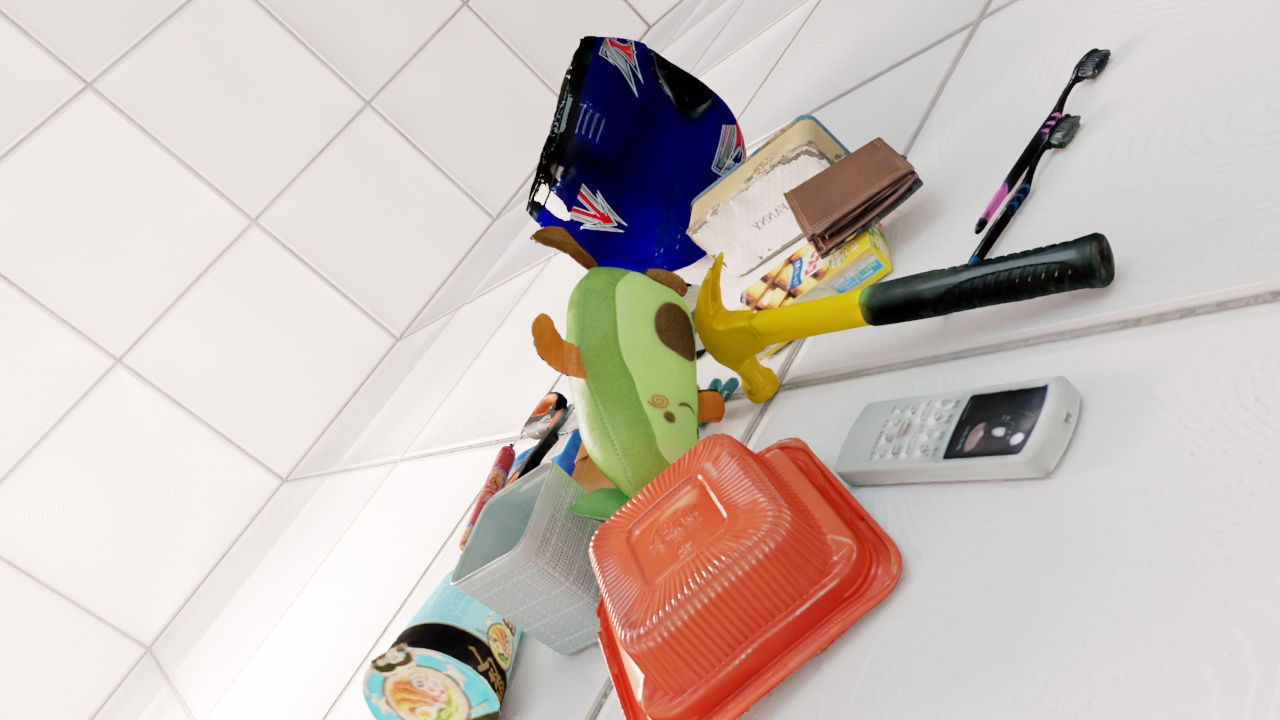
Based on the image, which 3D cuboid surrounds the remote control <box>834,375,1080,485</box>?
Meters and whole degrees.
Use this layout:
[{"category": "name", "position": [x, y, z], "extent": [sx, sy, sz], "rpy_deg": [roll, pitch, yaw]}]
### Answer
[{"category": "remote control", "position": [0.175, 0.042, 0.525], "extent": [0.150, 0.021, 0.058], "rpy_deg": [-17, 36, 58]}]

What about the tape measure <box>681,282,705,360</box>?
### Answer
[{"category": "tape measure", "position": [0.047, -0.042, 0.896], "extent": [0.066, 0.065, 0.033], "rpy_deg": [-49, 23, 3]}]

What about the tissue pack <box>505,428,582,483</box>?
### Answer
[{"category": "tissue pack", "position": [-0.089, 0.120, 0.894], "extent": [0.158, 0.052, 0.094], "rpy_deg": [-29, 25, 44]}]

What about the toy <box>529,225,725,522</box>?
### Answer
[{"category": "toy", "position": [-0.004, 0.004, 0.701], "extent": [0.090, 0.226, 0.246], "rpy_deg": [-33, 53, 34]}]

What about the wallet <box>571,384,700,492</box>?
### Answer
[{"category": "wallet", "position": [-0.006, 0.075, 0.805], "extent": [0.108, 0.031, 0.131], "rpy_deg": [-15, 32, 26]}]

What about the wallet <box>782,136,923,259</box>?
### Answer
[{"category": "wallet", "position": [0.178, -0.143, 0.777], "extent": [0.101, 0.032, 0.124], "rpy_deg": [-34, 23, 14]}]

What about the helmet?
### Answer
[{"category": "helmet", "position": [0.005, -0.239, 1.095], "extent": [0.314, 0.240, 0.248], "rpy_deg": [-86, 20, -48]}]

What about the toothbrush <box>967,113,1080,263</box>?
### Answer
[{"category": "toothbrush", "position": [0.260, -0.104, 0.644], "extent": [0.016, 0.014, 0.189], "rpy_deg": [23, 70, 45]}]

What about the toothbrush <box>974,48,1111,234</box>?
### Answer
[{"category": "toothbrush", "position": [0.298, -0.164, 0.679], "extent": [0.189, 0.014, 0.018], "rpy_deg": [-53, 32, -13]}]

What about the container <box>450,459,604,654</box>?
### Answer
[{"category": "container", "position": [-0.062, 0.151, 0.684], "extent": [0.090, 0.111, 0.089], "rpy_deg": [-34, 24, 35]}]

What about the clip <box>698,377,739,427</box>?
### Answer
[{"category": "clip", "position": [0.062, 0.036, 0.794], "extent": [0.054, 0.013, 0.034], "rpy_deg": [-51, 18, -17]}]

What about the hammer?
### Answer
[{"category": "hammer", "position": [0.157, -0.038, 0.623], "extent": [0.302, 0.129, 0.032], "rpy_deg": [-11, 37, 45]}]

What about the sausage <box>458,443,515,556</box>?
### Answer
[{"category": "sausage", "position": [-0.145, 0.131, 0.880], "extent": [0.020, 0.020, 0.155], "rpy_deg": [-36, 22, 31]}]

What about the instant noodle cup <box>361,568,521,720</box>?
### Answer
[{"category": "instant noodle cup", "position": [-0.145, 0.229, 0.735], "extent": [0.111, 0.111, 0.120], "rpy_deg": [-38, 14, 27]}]

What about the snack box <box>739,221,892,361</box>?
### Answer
[{"category": "snack box", "position": [0.145, -0.066, 0.785], "extent": [0.141, 0.034, 0.086], "rpy_deg": [-35, 22, 27]}]

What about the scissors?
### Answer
[{"category": "scissors", "position": [-0.079, 0.067, 0.827], "extent": [0.234, 0.021, 0.221], "rpy_deg": [-54, 13, 1]}]

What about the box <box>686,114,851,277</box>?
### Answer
[{"category": "box", "position": [0.126, -0.157, 0.920], "extent": [0.185, 0.090, 0.061], "rpy_deg": [-30, 32, 38]}]

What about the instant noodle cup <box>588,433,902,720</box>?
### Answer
[{"category": "instant noodle cup", "position": [0.040, 0.123, 0.546], "extent": [0.189, 0.079, 0.164], "rpy_deg": [-42, 26, 3]}]
